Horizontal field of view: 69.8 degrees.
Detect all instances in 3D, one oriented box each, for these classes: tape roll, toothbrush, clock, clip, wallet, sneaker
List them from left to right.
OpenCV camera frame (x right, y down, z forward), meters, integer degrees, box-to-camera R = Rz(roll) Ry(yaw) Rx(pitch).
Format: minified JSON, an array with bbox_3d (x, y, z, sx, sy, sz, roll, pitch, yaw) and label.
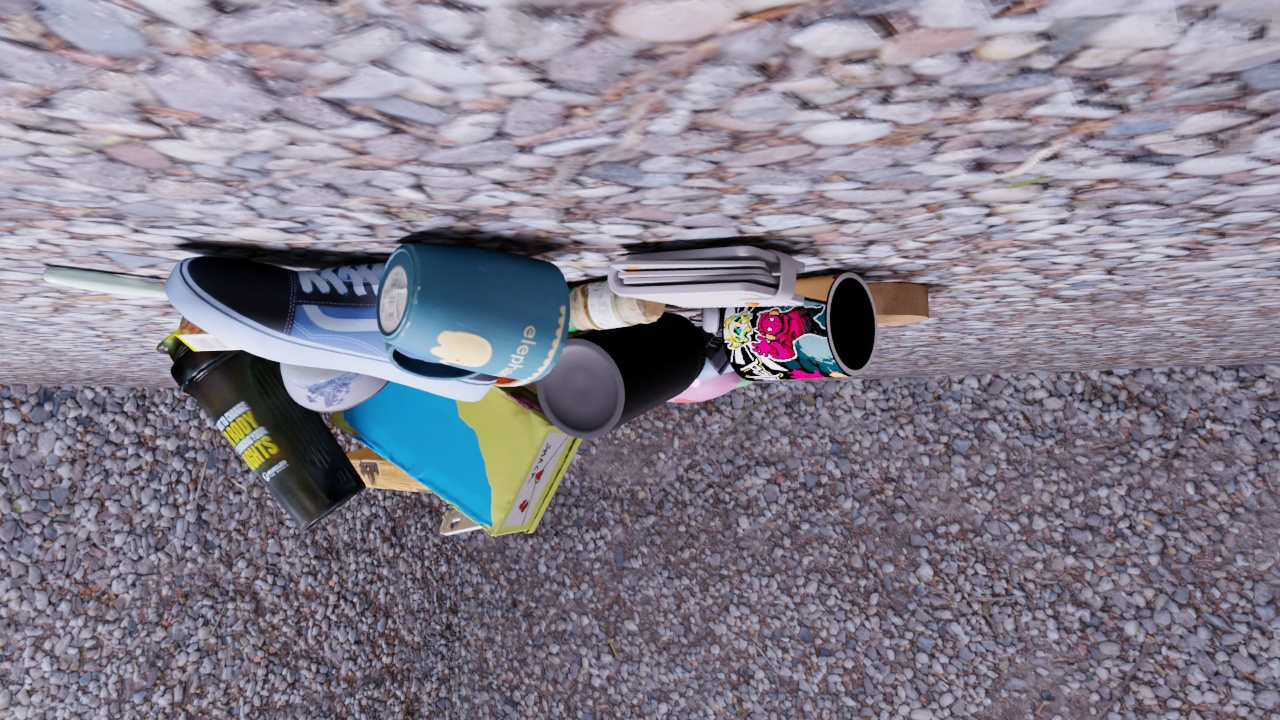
[{"bbox_3d":[-0.372,-0.055,0.703,0.022,0.015,0.154,34,-164,32],"label":"toothbrush"},{"bbox_3d":[-0.192,-0.047,0.642,0.241,0.098,0.083,17,-151,-36],"label":"sneaker"},{"bbox_3d":[-0.171,0.130,1.081,0.126,0.101,0.151,-11,-144,18],"label":"clip"},{"bbox_3d":[0.041,-0.057,0.624,0.119,0.037,0.115,1,178,35],"label":"wallet"},{"bbox_3d":[0.107,-0.042,0.865,0.123,0.035,0.094,-1,176,16],"label":"clock"},{"bbox_3d":[0.210,-0.049,0.824,0.094,0.027,0.094,-1,176,0],"label":"tape roll"}]

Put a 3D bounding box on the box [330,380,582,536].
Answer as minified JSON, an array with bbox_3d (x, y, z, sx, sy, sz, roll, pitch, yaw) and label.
[{"bbox_3d":[-0.174,0.057,0.864,0.221,0.124,0.079,28,-174,25],"label":"box"}]

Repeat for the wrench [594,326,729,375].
[{"bbox_3d":[0.014,-0.026,0.964,0.274,0.073,0.022,4,154,25],"label":"wrench"}]

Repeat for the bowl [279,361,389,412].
[{"bbox_3d":[-0.275,-0.014,0.822,0.114,0.114,0.045,-2,146,11],"label":"bowl"}]

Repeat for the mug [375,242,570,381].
[{"bbox_3d":[-0.119,-0.025,0.600,0.104,0.084,0.112,11,137,-37],"label":"mug"}]

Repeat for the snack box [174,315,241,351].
[{"bbox_3d":[-0.326,-0.034,0.797,0.148,0.040,0.029,-1,151,11],"label":"snack box"}]

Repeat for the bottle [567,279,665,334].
[{"bbox_3d":[-0.032,-0.045,0.741,0.111,0.043,0.043,-5,174,42],"label":"bottle"}]

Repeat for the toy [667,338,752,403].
[{"bbox_3d":[0.040,0.011,1.155,0.171,0.120,0.222,-10,-179,-23],"label":"toy"}]

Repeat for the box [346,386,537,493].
[{"bbox_3d":[-0.222,0.052,1.107,0.250,0.192,0.280,0,175,-43],"label":"box"}]

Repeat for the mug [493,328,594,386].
[{"bbox_3d":[-0.098,-0.017,0.840,0.082,0.082,0.105,-3,177,25],"label":"mug"}]

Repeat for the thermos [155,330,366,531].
[{"bbox_3d":[-0.351,0.051,0.867,0.098,0.221,0.098,-36,180,0],"label":"thermos"}]

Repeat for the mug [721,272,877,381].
[{"bbox_3d":[0.141,-0.020,0.762,0.098,0.081,0.118,-4,160,42],"label":"mug"}]

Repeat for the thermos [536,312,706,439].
[{"bbox_3d":[-0.005,0.005,0.846,0.086,0.086,0.198,-3,-170,29],"label":"thermos"}]
